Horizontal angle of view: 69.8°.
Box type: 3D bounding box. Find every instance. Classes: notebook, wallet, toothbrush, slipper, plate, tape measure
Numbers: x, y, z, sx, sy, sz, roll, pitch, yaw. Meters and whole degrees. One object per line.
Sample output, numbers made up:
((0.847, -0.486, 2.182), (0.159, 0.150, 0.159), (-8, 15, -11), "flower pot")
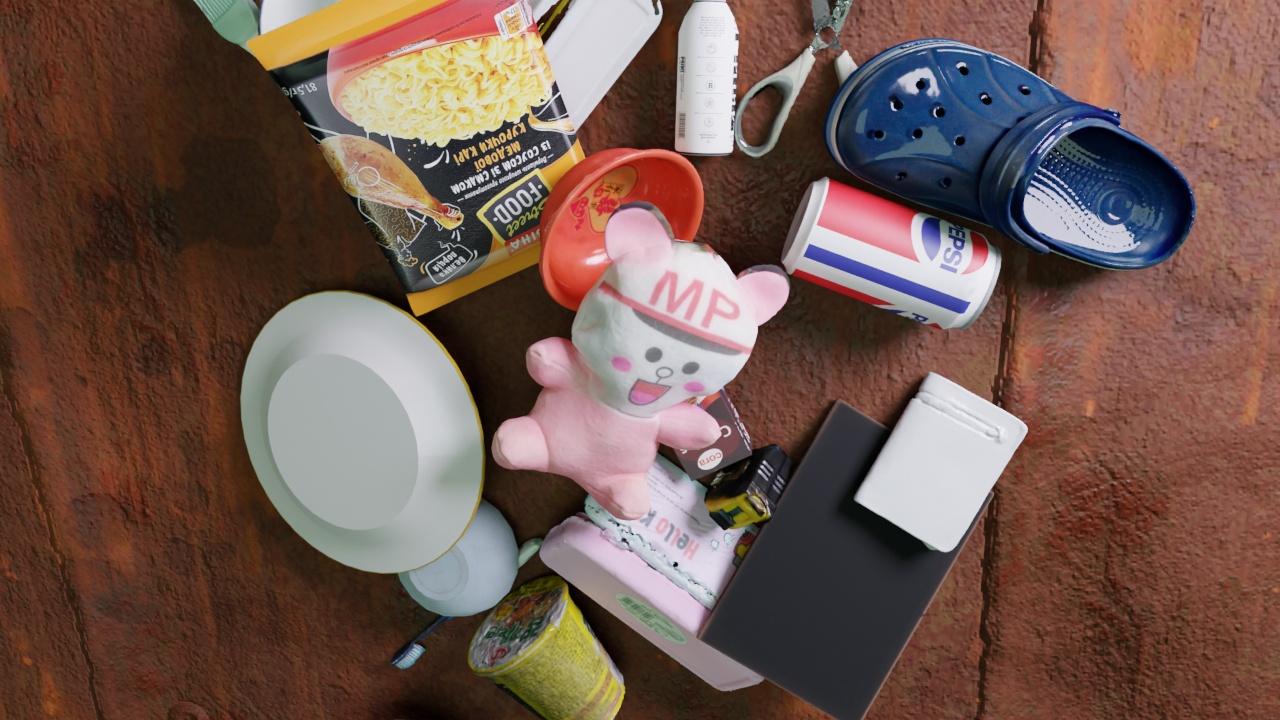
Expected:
((0.156, 0.154, 0.695), (0.141, 0.008, 0.209), (31, 88, -4), "notebook")
((0.220, 0.075, 0.680), (0.086, 0.032, 0.116), (34, 93, 4), "wallet")
((-0.148, 0.208, 0.780), (0.189, 0.016, 0.017), (-42, 108, 17), "toothbrush")
((0.247, -0.130, 0.588), (0.253, 0.095, 0.105), (20, 108, -6), "slipper")
((-0.224, 0.060, 0.707), (0.230, 0.021, 0.230), (6, 105, 21), "plate")
((0.078, 0.095, 0.695), (0.038, 0.067, 0.063), (46, 135, -10), "tape measure")

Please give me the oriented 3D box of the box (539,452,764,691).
((0.032, 0.164, 0.736), (0.201, 0.102, 0.101), (38, 146, -6), "box")

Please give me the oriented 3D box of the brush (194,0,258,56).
((-0.246, -0.194, 0.669), (0.033, 0.012, 0.217), (-38, 101, 16), "brush")

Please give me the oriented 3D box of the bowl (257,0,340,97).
((-0.189, -0.220, 0.619), (0.116, 0.065, 0.116), (3, 101, 13), "bowl")

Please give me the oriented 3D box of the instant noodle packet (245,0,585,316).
((-0.120, -0.140, 0.599), (0.160, 0.032, 0.221), (-24, 134, -3), "instant noodle packet")

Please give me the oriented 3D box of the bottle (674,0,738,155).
((0.045, -0.199, 0.619), (0.041, 0.041, 0.116), (3, 107, 5), "bottle")

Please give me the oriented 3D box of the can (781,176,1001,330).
((0.169, -0.072, 0.629), (0.132, 0.070, 0.070), (20, 108, 0), "can")

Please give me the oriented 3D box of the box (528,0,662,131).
((-0.086, -0.199, 0.645), (0.084, 0.080, 0.211), (24, 115, -44), "box")

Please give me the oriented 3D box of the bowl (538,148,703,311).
((-0.022, -0.097, 0.632), (0.131, 0.130, 0.045), (-52, 55, 17), "bowl")

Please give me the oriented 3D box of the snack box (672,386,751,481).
((0.030, 0.016, 0.691), (0.051, 0.031, 0.141), (-26, 102, 13), "snack box")

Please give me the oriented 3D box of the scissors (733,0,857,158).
((0.124, -0.200, 0.624), (0.169, 0.012, 0.157), (-39, 101, 16), "scissors")

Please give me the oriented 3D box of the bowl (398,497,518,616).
((-0.155, 0.161, 0.743), (0.106, 0.039, 0.106), (2, 99, 14), "bowl")

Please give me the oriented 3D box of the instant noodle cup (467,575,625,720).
((-0.069, 0.247, 0.746), (0.102, 0.102, 0.108), (-32, 110, 14), "instant noodle cup")

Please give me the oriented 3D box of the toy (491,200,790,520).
((-0.004, 0.004, 0.629), (0.142, 0.084, 0.213), (26, 111, -11), "toy")
